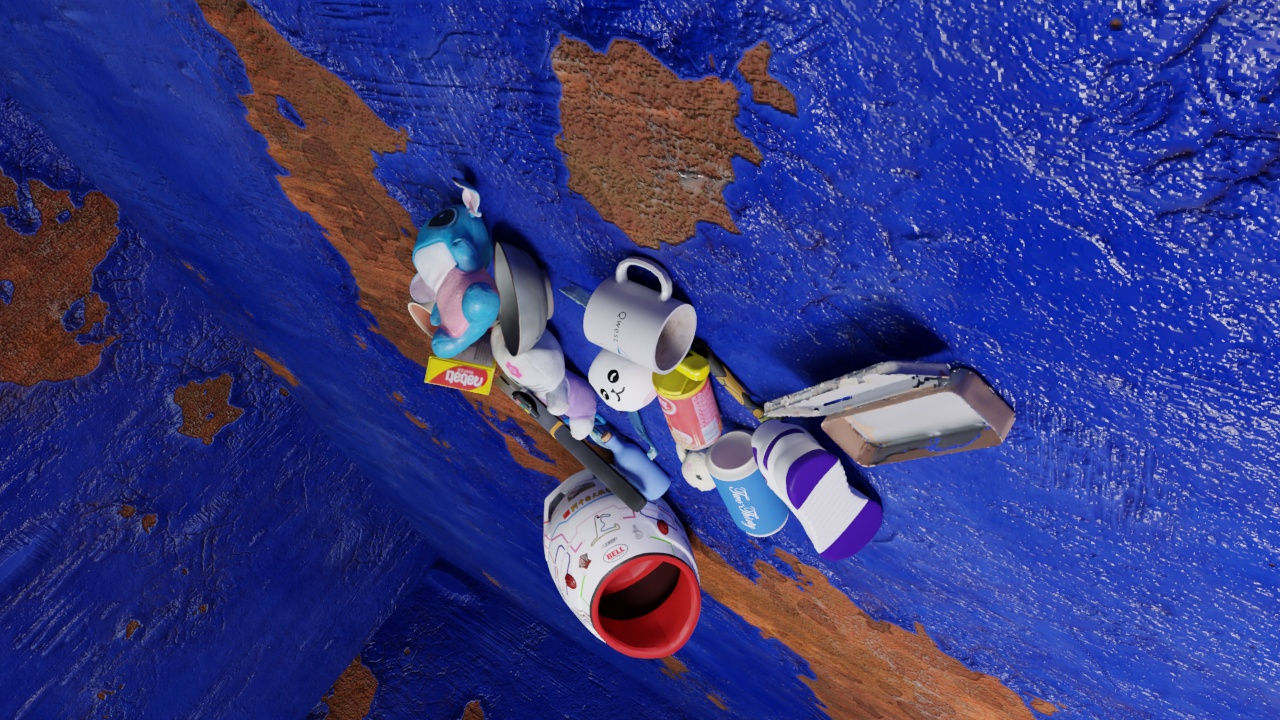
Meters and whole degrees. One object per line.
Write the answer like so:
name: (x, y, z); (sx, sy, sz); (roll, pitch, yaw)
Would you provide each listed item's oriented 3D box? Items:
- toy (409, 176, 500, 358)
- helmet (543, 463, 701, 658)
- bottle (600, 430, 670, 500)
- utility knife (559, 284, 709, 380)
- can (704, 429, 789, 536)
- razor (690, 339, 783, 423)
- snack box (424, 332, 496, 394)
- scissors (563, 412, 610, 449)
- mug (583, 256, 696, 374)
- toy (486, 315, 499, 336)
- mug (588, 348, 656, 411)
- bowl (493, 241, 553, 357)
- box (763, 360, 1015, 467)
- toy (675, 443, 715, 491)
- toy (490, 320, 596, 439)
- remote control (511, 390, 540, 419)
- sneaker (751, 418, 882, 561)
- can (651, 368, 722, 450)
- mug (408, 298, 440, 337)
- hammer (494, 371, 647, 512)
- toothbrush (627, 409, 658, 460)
toy: (-0.225, -0.115, 1.146); (0.225, 0.098, 0.191); (-51, 47, 46)
helmet: (-0.036, 0.326, 1.544); (0.236, 0.231, 0.315); (53, 171, 53)
bottle: (-0.012, 0.160, 1.442); (0.131, 0.048, 0.048); (46, 155, -15)
utility knife: (-0.012, -0.039, 1.096); (0.234, 0.028, 0.020); (31, 149, 30)
can: (0.140, 0.159, 1.186); (0.079, 0.078, 0.146); (18, 149, 39)
razor: (0.110, 0.029, 1.076); (0.144, 0.021, 0.044); (46, 155, -11)
snack box: (-0.259, -0.005, 1.355); (0.092, 0.042, 0.200); (12, -167, -10)
scissors: (-0.087, 0.103, 1.497); (0.126, 0.014, 0.130); (1, 134, 53)
mug: (0.001, -0.056, 1.021); (0.096, 0.082, 0.120); (25, 125, 29)
toy: (-0.250, -0.070, 1.382); (0.065, 0.050, 0.102); (22, 146, 43)
mug: (-0.007, 0.007, 1.136); (0.076, 0.090, 0.124); (40, 126, 18)
bowl: (-0.146, -0.081, 1.164); (0.151, 0.056, 0.150); (170, 90, -72)
box: (0.231, 0.047, 0.884); (0.156, 0.071, 0.217); (16, 162, -18)
toy: (0.085, 0.150, 1.294); (0.112, 0.050, 0.087); (27, 154, 13)
toy: (-0.133, 0.021, 1.318); (0.137, 0.085, 0.209); (46, 174, 45)
remote control: (-0.164, 0.061, 1.322); (0.045, 0.021, 0.140); (46, 174, -7)
sneaker: (0.199, 0.148, 1.078); (0.111, 0.092, 0.244); (45, 177, 44)
can: (0.059, 0.052, 1.127); (0.067, 0.066, 0.124); (23, 152, 32)
mug: (-0.251, -0.081, 1.291); (0.111, 0.104, 0.085); (23, 152, 30)
hammer: (-0.110, 0.126, 1.443); (0.312, 0.035, 0.139); (41, 176, 13)
toothbrush: (0.003, 0.107, 1.367); (0.021, 0.016, 0.132); (18, 150, 34)
